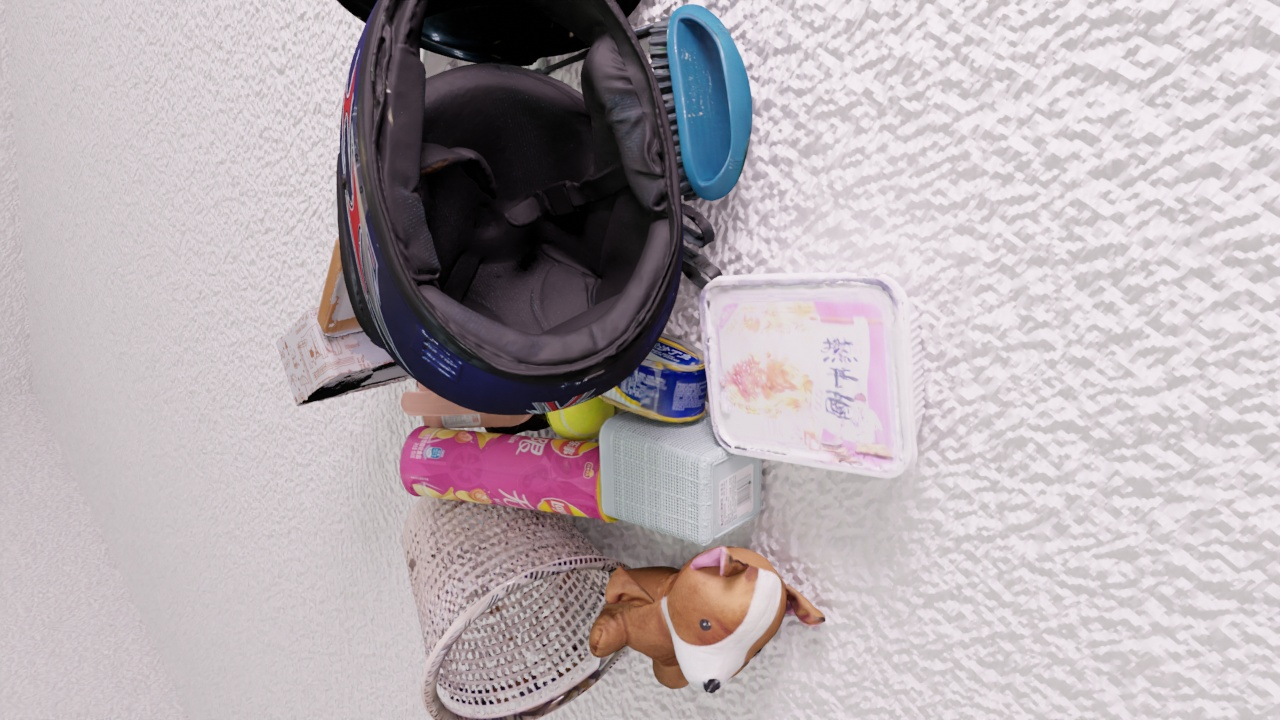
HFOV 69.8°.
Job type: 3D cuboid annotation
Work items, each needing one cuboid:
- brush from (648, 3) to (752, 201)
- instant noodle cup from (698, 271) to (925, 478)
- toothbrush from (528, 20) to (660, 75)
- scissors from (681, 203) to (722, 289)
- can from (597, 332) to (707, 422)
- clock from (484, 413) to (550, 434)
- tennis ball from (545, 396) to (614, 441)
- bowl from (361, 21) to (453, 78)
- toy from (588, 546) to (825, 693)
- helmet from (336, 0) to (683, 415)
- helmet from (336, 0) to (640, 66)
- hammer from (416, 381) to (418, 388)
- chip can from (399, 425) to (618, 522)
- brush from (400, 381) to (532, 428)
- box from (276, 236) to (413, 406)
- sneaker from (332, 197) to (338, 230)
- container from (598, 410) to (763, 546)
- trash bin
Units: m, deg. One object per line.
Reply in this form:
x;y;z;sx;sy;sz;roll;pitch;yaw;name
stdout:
0.049;-0.191;0.682;0.074;0.055;0.144;2;103;48;brush
0.127;0.003;0.657;0.174;0.060;0.138;4;105;45;instant noodle cup
-0.042;-0.267;0.786;0.181;0.015;0.018;2;95;47;toothbrush
0.011;-0.109;0.768;0.156;0.014;0.169;56;160;-6;scissors
-0.005;0.005;0.788;0.148;0.074;0.049;23;116;41;can
-0.136;0.039;0.952;0.122;0.055;0.082;-13;93;45;clock
-0.057;0.044;0.862;0.065;0.065;0.065;17;114;43;tennis ball
-0.224;-0.326;0.926;0.118;0.064;0.118;17;114;42;bowl
0.047;0.216;0.768;0.200;0.140;0.130;-33;38;39;toy
-0.098;-0.119;0.674;0.240;0.247;0.315;-171;70;-73;helmet
-0.126;-0.348;0.710;0.275;0.229;0.234;18;119;21;helmet
-0.149;-0.054;0.901;0.128;0.032;0.302;55;131;12;hammer
-0.117;0.103;0.849;0.211;0.071;0.071;3;106;22;chip can
-0.158;0.035;0.878;0.146;0.072;0.063;-2;97;32;brush
-0.262;-0.051;0.968;0.261;0.178;0.105;-28;81;48;box
-0.194;-0.190;0.923;0.243;0.090;0.089;-26;95;22;sneaker
0.036;0.093;0.763;0.112;0.089;0.090;14;113;41;container
-0.137;0.218;0.915;0.192;0.227;0.228;49;134;43;trash bin
